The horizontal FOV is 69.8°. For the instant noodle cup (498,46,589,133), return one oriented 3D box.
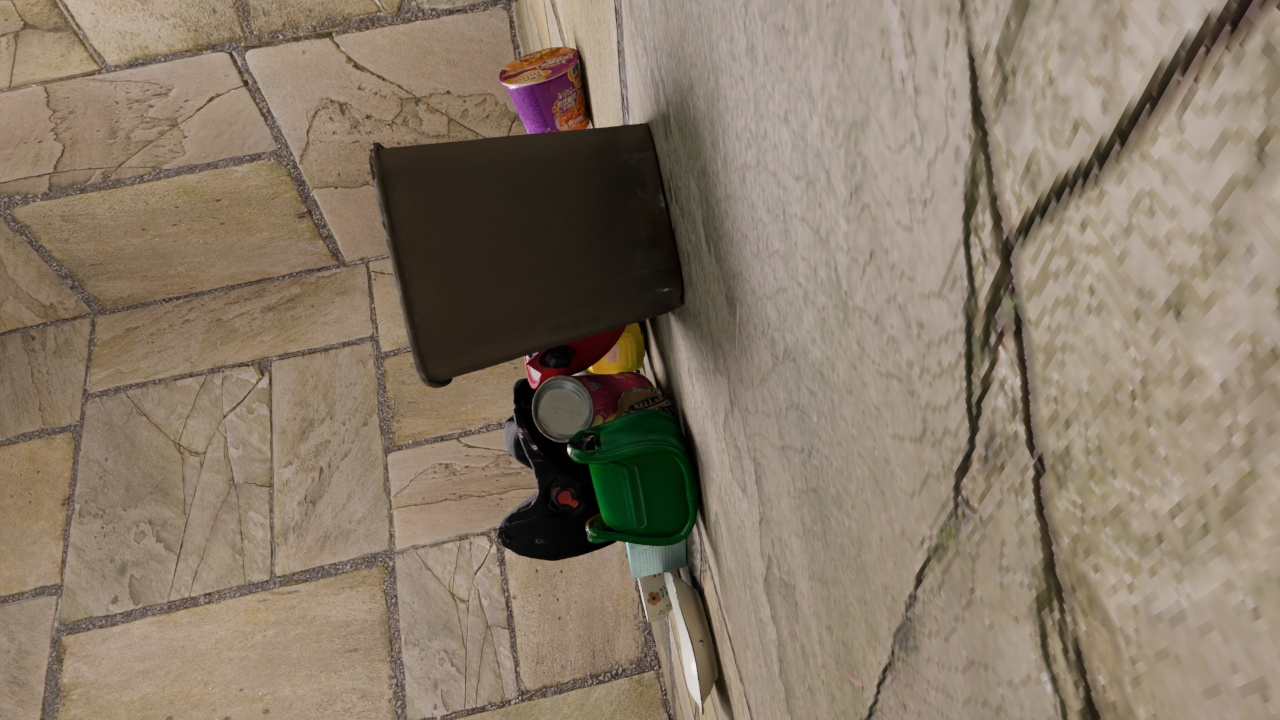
[{"bbox_3d":[-0.119,-0.347,1.216,0.111,0.111,0.099,-108,-2,-53],"label":"instant noodle cup"}]

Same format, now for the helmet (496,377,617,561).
[{"bbox_3d":[-0.091,0.143,1.290,0.233,0.230,0.275,-102,1,-54],"label":"helmet"}]

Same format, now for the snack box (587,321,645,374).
[{"bbox_3d":[-0.036,-0.038,1.133,0.091,0.082,0.080,84,-178,-51],"label":"snack box"}]

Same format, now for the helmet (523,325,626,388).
[{"bbox_3d":[-0.072,-0.086,0.994,0.240,0.144,0.206,89,171,-45],"label":"helmet"}]

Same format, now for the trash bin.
[{"bbox_3d":[-0.091,-0.096,0.779,0.199,0.219,0.198,177,80,-86],"label":"trash bin"}]

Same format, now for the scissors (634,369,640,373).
[{"bbox_3d":[-0.007,0.012,1.295,0.163,0.012,0.175,89,170,-63],"label":"scissors"}]

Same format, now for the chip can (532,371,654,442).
[{"bbox_3d":[-0.045,0.049,1.031,0.210,0.071,0.071,0,-103,-71],"label":"chip can"}]

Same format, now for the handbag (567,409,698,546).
[{"bbox_3d":[-0.005,0.122,0.913,0.068,0.120,0.131,-99,-3,-59],"label":"handbag"}]

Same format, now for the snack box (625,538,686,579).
[{"bbox_3d":[0.016,0.213,1.155,0.175,0.074,0.051,85,173,-54],"label":"snack box"}]

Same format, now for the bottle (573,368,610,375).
[{"bbox_3d":[-0.081,-0.017,1.348,0.190,0.068,0.068,79,177,-69],"label":"bottle"}]

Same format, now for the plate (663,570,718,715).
[{"bbox_3d":[0.065,0.340,1.134,0.164,0.034,0.164,112,145,-81],"label":"plate"}]

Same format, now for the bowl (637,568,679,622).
[{"bbox_3d":[0.028,0.337,1.400,0.113,0.062,0.113,167,92,-86],"label":"bowl"}]

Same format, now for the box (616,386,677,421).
[{"bbox_3d":[0.015,0.109,0.976,0.081,0.075,0.164,-86,-9,-62],"label":"box"}]
